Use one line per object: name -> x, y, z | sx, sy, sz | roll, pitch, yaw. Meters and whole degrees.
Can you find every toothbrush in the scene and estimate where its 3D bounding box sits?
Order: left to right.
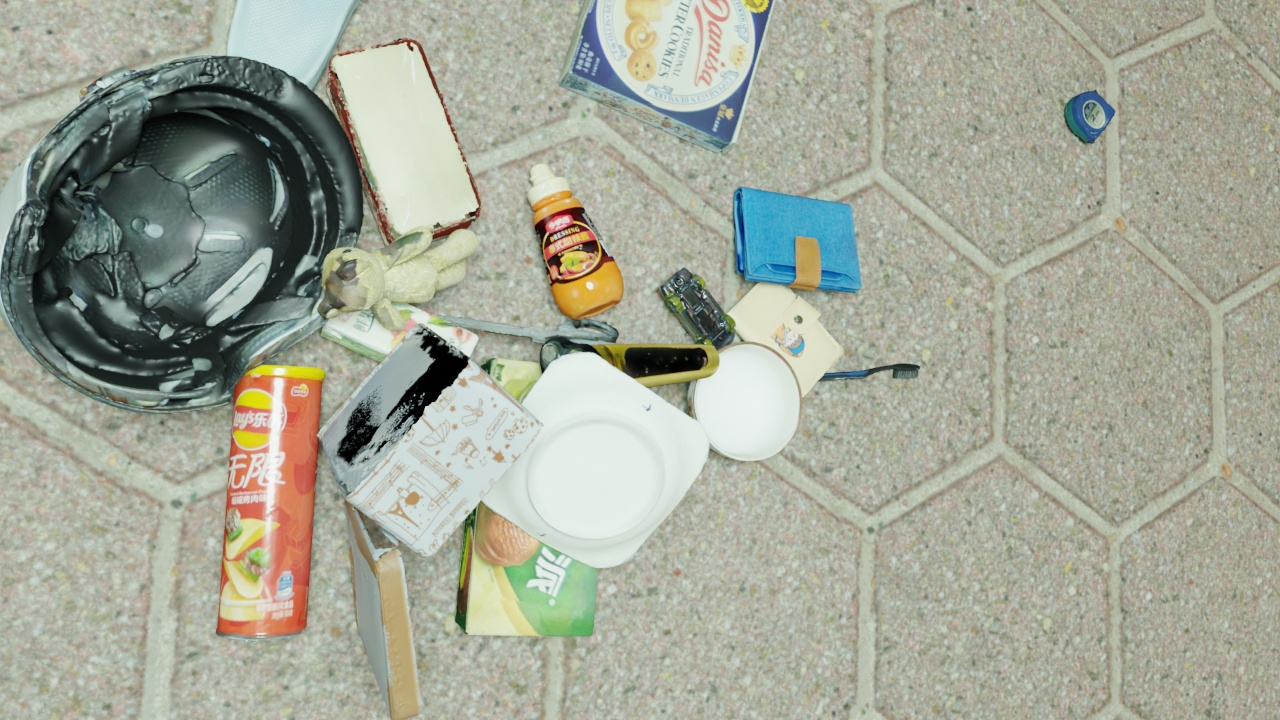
toothbrush -> 0.212, 0.018, 0.962 | 0.189, 0.014, 0.016 | -5, 112, -18

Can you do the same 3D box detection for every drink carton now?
drink carton -> -0.210, -0.021, 0.802 | 0.122, 0.046, 0.053 | 26, 68, -17

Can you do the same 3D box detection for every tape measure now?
tape measure -> 0.532, -0.292, 1.092 | 0.054, 0.025, 0.058 | 42, 70, -9

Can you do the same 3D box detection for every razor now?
razor -> -0.005, 0.005, 0.801 | 0.167, 0.068, 0.062 | -4, 74, -29

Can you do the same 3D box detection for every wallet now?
wallet -> 0.150, -0.029, 0.935 | 0.115, 0.024, 0.087 | 47, 65, -1
wallet -> 0.160, -0.122, 0.938 | 0.133, 0.040, 0.106 | 5, 70, -19

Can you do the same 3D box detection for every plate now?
plate -> -0.038, 0.092, 0.756 | 0.164, 0.034, 0.164 | 33, 101, -17

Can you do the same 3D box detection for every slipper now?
slipper -> -0.287, -0.339, 0.791 | 0.104, 0.074, 0.245 | 22, 80, -15

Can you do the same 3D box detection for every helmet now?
helmet -> -0.358, -0.096, 0.695 | 0.273, 0.157, 0.230 | -61, 137, -27

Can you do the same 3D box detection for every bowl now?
bowl -> 0.094, 0.041, 0.893 | 0.113, 0.062, 0.113 | 2, 84, -17

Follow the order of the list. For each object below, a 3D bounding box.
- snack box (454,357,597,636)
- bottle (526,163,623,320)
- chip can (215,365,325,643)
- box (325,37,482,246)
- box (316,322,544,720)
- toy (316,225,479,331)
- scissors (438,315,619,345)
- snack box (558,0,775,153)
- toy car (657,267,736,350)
snack box -> -0.095, 0.121, 0.819 | 0.114, 0.063, 0.240 | 8, 82, -21
bottle -> -0.068, -0.114, 0.855 | 0.066, 0.067, 0.149 | -21, 85, -20
chip can -> -0.301, 0.112, 0.746 | 0.073, 0.073, 0.216 | 5, 84, -19
box -> -0.208, -0.188, 0.801 | 0.091, 0.080, 0.168 | -21, 92, -20
box -> -0.184, 0.111, 0.700 | 0.126, 0.179, 0.273 | 18, 93, -27
toy -> -0.193, -0.075, 0.750 | 0.066, 0.105, 0.156 | 46, 35, 12
scissors -> -0.091, -0.019, 0.823 | 0.136, 0.014, 0.174 | 39, 33, 23
snack box -> 0.031, -0.324, 0.913 | 0.182, 0.046, 0.177 | 19, 80, -16
toy car -> 0.056, -0.046, 0.902 | 0.042, 0.035, 0.090 | -41, 99, -16
